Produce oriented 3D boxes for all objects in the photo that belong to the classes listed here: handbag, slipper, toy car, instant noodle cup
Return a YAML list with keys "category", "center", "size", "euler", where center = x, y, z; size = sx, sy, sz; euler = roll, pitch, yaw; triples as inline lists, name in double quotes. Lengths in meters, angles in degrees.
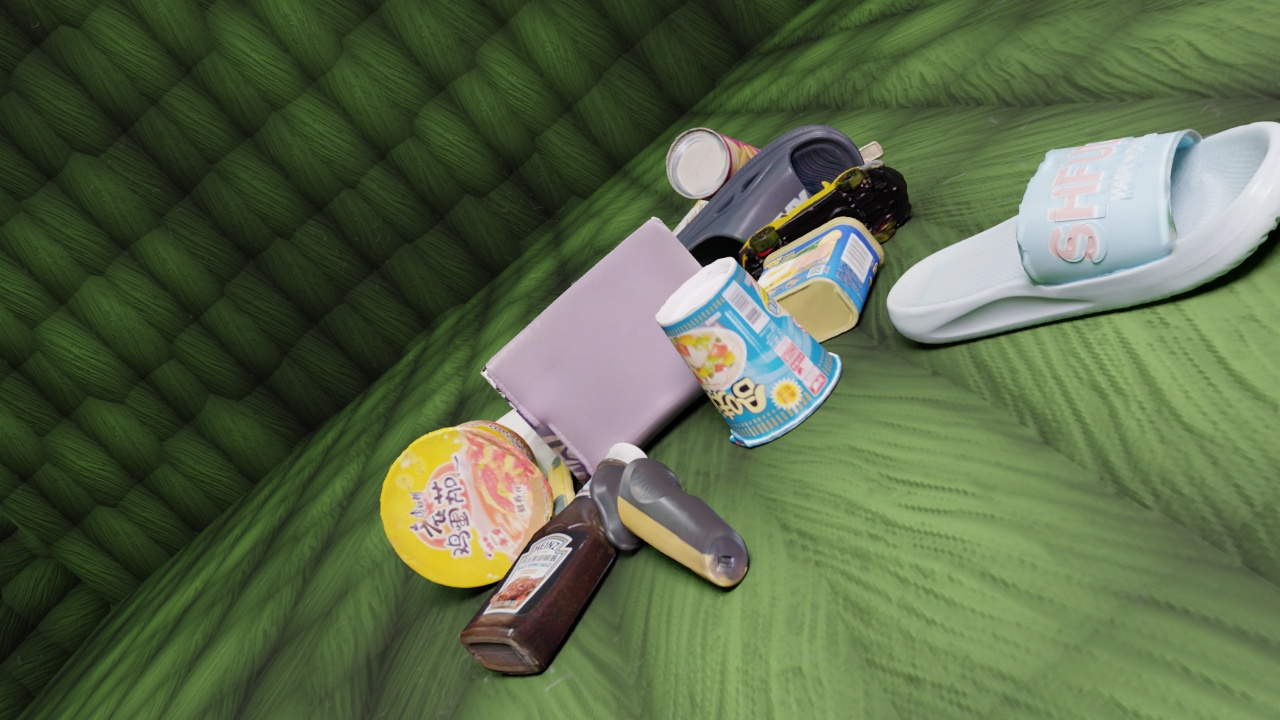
- category: "handbag"
  center: [-0.014, -0.004, 0.786]
  size: [0.197, 0.145, 0.098]
  euler: [-41, -6, -2]
- category: "slipper"
  center: [0.232, -0.075, 0.511]
  size: [0.103, 0.074, 0.246]
  euler: [-50, 16, -32]
- category: "toy car"
  center: [0.160, -0.110, 0.792]
  size: [0.156, 0.071, 0.041]
  euler: [-35, 20, 15]
- category: "slipper"
  center: [0.107, -0.108, 0.883]
  size: [0.269, 0.110, 0.083]
  euler: [-38, 31, 34]
- category: "instant noodle cup"
  center: [0.071, -0.011, 0.653]
  size: [0.099, 0.110, 0.099]
  euler: [-37, 16, 13]
- category: "instant noodle cup"
  center: [-0.148, 0.117, 0.813]
  size: [0.138, 0.138, 0.109]
  euler: [-40, 6, 4]

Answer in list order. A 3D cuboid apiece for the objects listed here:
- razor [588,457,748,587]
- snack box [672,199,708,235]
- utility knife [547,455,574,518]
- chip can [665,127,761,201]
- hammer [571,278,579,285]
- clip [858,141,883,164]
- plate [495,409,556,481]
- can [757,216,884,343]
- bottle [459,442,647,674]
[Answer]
- category: "razor"
  center: [0.018, 0.107, 0.589]
  size: [0.167, 0.062, 0.067]
  euler: [18, 91, 66]
- category: "snack box"
  center: [0.068, -0.124, 1.035]
  size: [0.085, 0.027, 0.156]
  euler: [-48, 25, 34]
- category: "utility knife"
  center: [-0.063, 0.127, 0.784]
  size: [0.031, 0.022, 0.210]
  euler: [-45, 24, 8]
- category: "chip can"
  center: [0.106, -0.198, 0.983]
  size: [0.072, 0.071, 0.210]
  euler: [-34, -13, 26]
- category: "hammer"
  center: [-0.033, -0.070, 1.006]
  size: [0.126, 0.032, 0.322]
  euler: [-23, 14, 12]
- category: "clip"
  center: [0.212, -0.199, 0.990]
  size: [0.100, 0.034, 0.071]
  euler: [-20, 24, 34]
- category: "plate"
  center: [-0.155, 0.115, 0.982]
  size: [0.205, 0.045, 0.204]
  euler: [-38, 16, 13]
- category: "can"
  center: [0.134, -0.055, 0.728]
  size: [0.102, 0.057, 0.083]
  euler: [-27, 23, 43]
- category: "bottle"
  center: [-0.051, 0.137, 0.669]
  size: [0.080, 0.044, 0.194]
  euler: [-17, 27, 43]
